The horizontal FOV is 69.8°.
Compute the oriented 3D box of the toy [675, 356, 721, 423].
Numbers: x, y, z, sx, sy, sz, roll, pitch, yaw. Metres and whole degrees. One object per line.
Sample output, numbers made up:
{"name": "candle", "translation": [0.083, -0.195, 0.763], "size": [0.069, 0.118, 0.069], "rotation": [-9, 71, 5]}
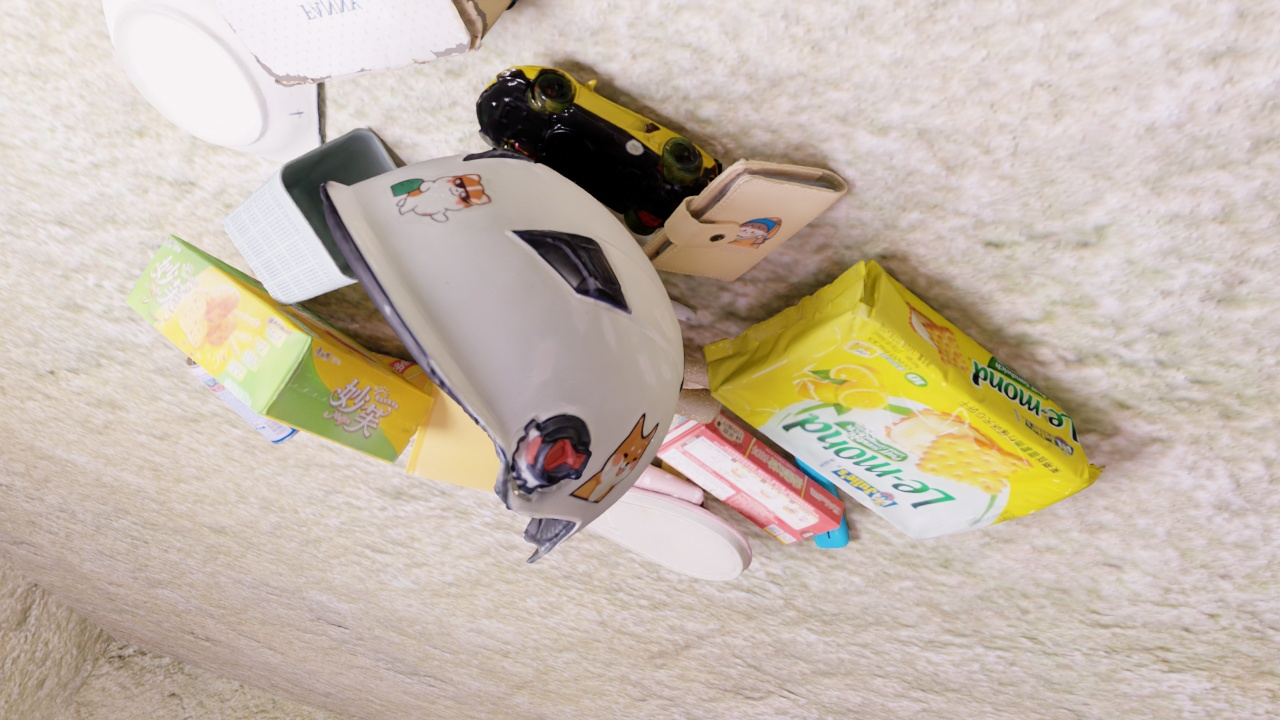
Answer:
{"name": "toy", "translation": [-0.004, 0.004, 0.723], "size": [0.157, 0.066, 0.105], "rotation": [17, 113, 2]}

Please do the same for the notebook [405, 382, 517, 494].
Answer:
{"name": "notebook", "translation": [-0.122, 0.062, 0.822], "size": [0.145, 0.010, 0.207], "rotation": [14, 138, -14]}

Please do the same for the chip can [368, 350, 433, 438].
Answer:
{"name": "chip can", "translation": [-0.284, 0.019, 0.891], "size": [0.213, 0.071, 0.072], "rotation": [14, 145, 15]}

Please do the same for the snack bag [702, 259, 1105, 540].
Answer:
{"name": "snack bag", "translation": [0.181, 0.034, 0.639], "size": [0.246, 0.068, 0.158], "rotation": [35, 143, -16]}

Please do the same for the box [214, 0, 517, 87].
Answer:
{"name": "box", "translation": [-0.154, -0.213, 0.514], "size": [0.185, 0.061, 0.090], "rotation": [1, 140, 26]}

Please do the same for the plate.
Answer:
{"name": "plate", "translation": [-0.303, -0.203, 0.637], "size": [0.163, 0.034, 0.165], "rotation": [24, 145, 0]}

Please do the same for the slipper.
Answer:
{"name": "slipper", "translation": [-0.003, 0.137, 0.885], "size": [0.275, 0.054, 0.114], "rotation": [12, 139, 40]}

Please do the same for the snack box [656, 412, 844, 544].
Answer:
{"name": "snack box", "translation": [0.095, 0.102, 0.789], "size": [0.153, 0.025, 0.075], "rotation": [36, 143, -13]}

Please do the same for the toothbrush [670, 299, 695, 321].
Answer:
{"name": "toothbrush", "translation": [-0.044, -0.063, 0.687], "size": [0.180, 0.016, 0.016], "rotation": [21, 152, 3]}

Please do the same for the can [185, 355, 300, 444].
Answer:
{"name": "can", "translation": [-0.429, 0.032, 1.005], "size": [0.053, 0.053, 0.134], "rotation": [-3, 137, 33]}

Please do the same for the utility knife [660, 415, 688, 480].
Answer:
{"name": "utility knife", "translation": [0.035, 0.097, 0.852], "size": [0.031, 0.022, 0.216], "rotation": [17, 152, 6]}

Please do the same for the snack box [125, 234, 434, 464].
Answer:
{"name": "snack box", "translation": [-0.295, -0.008, 0.757], "size": [0.210, 0.070, 0.157], "rotation": [31, 175, 31]}

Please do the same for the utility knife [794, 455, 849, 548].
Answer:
{"name": "utility knife", "translation": [0.150, 0.100, 0.791], "size": [0.034, 0.018, 0.219], "rotation": [4, 140, 27]}

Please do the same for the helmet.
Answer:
{"name": "helmet", "translation": [-0.059, -0.020, 0.554], "size": [0.230, 0.156, 0.274], "rotation": [52, 167, 36]}

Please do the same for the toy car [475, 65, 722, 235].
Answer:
{"name": "toy car", "translation": [-0.024, -0.131, 0.561], "size": [0.156, 0.041, 0.071], "rotation": [25, 146, -11]}

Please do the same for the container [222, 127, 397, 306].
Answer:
{"name": "container", "translation": [-0.233, -0.098, 0.671], "size": [0.112, 0.089, 0.090], "rotation": [-15, 112, 43]}

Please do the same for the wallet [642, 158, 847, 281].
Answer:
{"name": "wallet", "translation": [0.058, -0.083, 0.566], "size": [0.087, 0.024, 0.115], "rotation": [5, 157, -30]}
